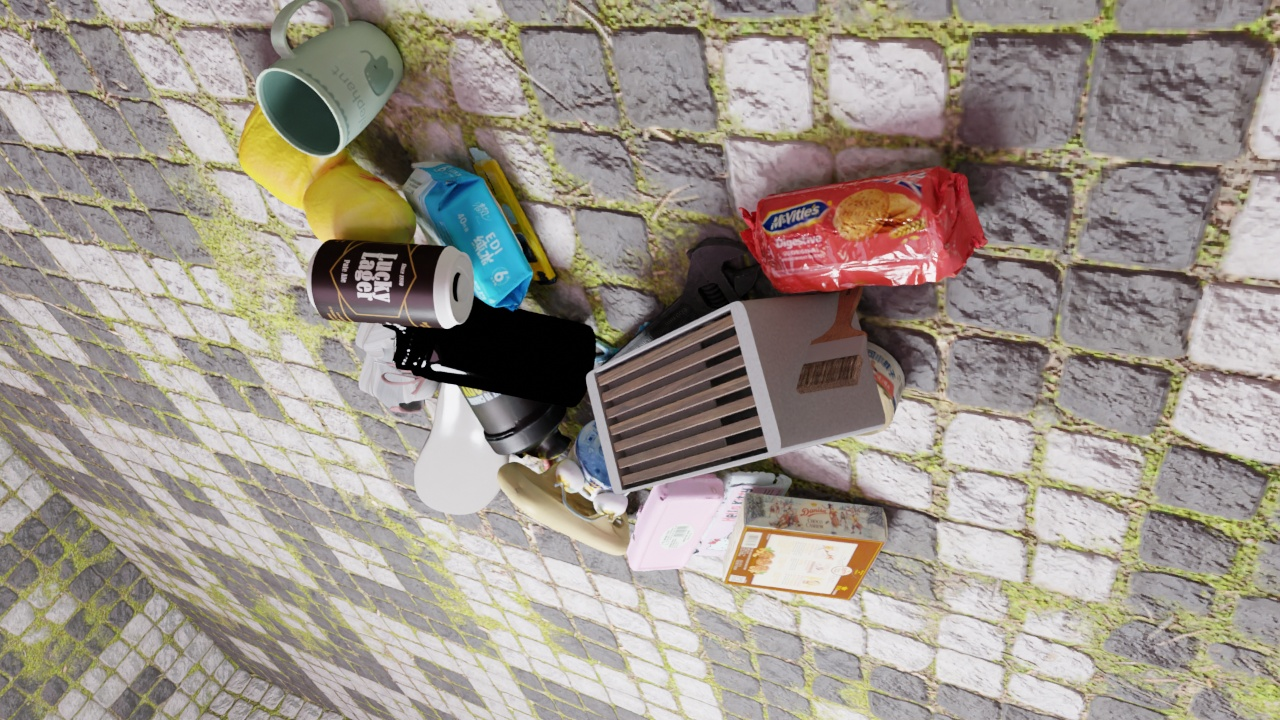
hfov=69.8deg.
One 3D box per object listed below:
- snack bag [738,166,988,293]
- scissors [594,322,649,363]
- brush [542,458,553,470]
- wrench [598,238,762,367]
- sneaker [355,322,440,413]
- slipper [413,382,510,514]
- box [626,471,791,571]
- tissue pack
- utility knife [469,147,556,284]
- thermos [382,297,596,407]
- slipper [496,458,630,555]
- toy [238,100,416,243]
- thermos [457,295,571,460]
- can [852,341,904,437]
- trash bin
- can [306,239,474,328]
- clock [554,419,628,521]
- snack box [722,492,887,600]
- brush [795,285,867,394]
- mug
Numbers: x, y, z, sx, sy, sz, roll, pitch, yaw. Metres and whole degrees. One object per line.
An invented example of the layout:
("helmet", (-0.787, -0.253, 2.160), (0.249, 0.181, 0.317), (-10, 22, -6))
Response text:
("snack bag", (0.154, -0.088, 0.660), (0.177, 0.082, 0.082), (-3, 131, 39))
("scissors", (-0.003, 0.006, 0.940), (0.140, 0.013, 0.118), (-10, 124, 40))
("brush", (-0.105, 0.158, 1.171), (0.030, 0.040, 0.173), (6, 137, 5))
("wrench", (0.021, -0.032, 0.863), (0.073, 0.018, 0.274), (39, 140, -10))
("sneaker", (-0.264, -0.005, 1.049), (0.089, 0.099, 0.237), (33, 151, 0))
("slipper", (-0.210, 0.079, 1.135), (0.113, 0.080, 0.267), (13, 129, -7))
("box", (0.071, 0.179, 1.016), (0.152, 0.037, 0.202), (1, 146, -11))
("tissue pack", (-0.157, -0.117, 0.851), (0.093, 0.061, 0.144), (30, 150, 49))
("utility knife", (-0.120, -0.132, 0.864), (0.030, 0.017, 0.159), (-4, 128, 27))
("thermos", (-0.151, -0.014, 0.888), (0.198, 0.086, 0.086), (13, 150, -24))
("slipper", (-0.068, 0.160, 1.073), (0.111, 0.079, 0.261), (44, -176, 32))
("toy", (-0.289, -0.159, 0.852), (0.194, 0.087, 0.135), (45, 155, 4))
("thermos", (-0.161, 0.010, 0.983), (0.098, 0.097, 0.221), (-12, 118, 44))
("can", (0.182, 0.024, 0.797), (0.086, 0.043, 0.086), (20, 142, 16))
("trash bin", (0.071, 0.032, 0.778), (0.229, 0.114, 0.114), (-25, 77, 53))
("can", (-0.215, -0.066, 0.793), (0.129, 0.071, 0.072), (4, 138, 9))
("clock", (-0.043, 0.121, 1.007), (0.089, 0.125, 0.052), (35, 137, -2))
("snack box", (0.170, 0.200, 0.974), (0.147, 0.041, 0.143), (7, 142, 0))
("brush", (0.149, -0.030, 0.675), (0.045, 0.142, 0.008), (-12, 127, 33))
("mug", (-0.257, -0.243, 0.759), (0.084, 0.103, 0.111), (9, 138, 29))
